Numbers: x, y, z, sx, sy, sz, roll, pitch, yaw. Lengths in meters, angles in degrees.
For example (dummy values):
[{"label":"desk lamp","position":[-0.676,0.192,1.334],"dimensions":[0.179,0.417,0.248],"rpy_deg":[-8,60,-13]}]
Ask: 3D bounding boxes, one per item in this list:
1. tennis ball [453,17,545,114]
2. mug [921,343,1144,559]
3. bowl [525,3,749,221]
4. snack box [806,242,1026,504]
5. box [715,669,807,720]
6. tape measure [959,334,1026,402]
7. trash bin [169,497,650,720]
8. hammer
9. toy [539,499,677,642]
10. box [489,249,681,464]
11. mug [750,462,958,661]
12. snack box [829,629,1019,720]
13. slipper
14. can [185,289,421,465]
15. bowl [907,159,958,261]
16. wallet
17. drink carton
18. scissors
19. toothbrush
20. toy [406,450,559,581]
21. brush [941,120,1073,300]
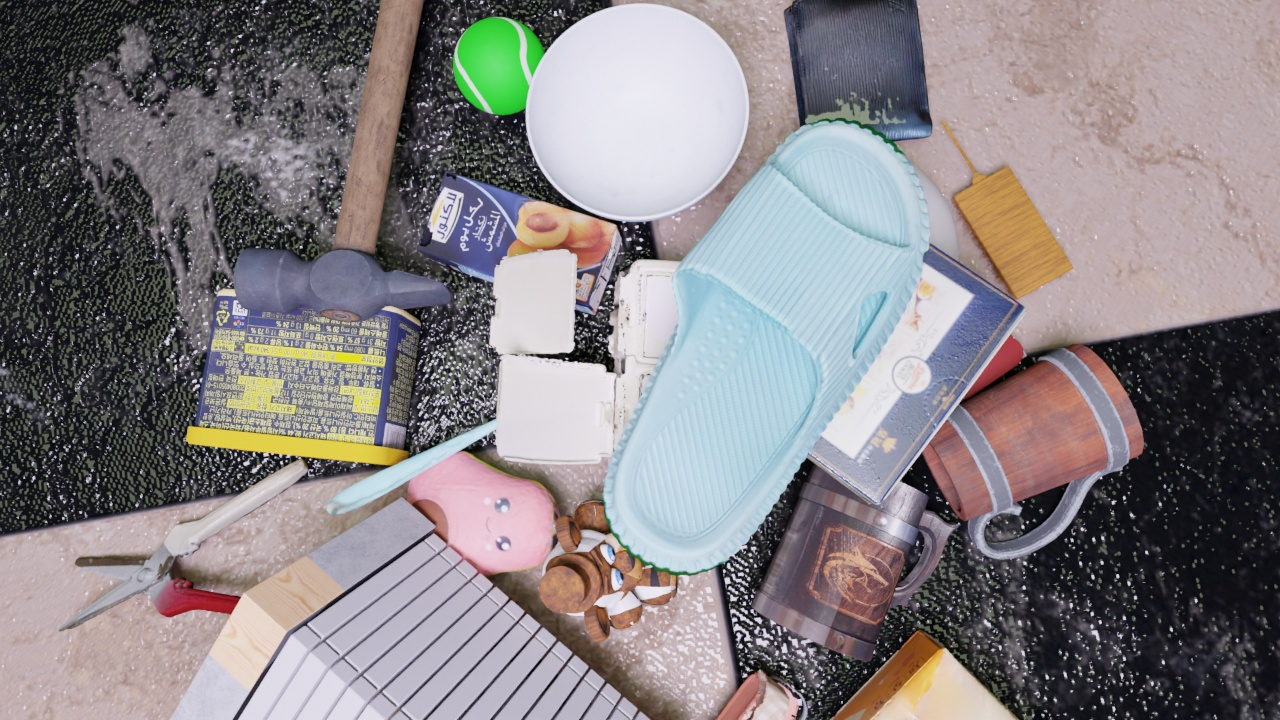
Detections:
[{"label":"tennis ball","position":[-0.098,-0.206,0.643],"dimensions":[0.065,0.065,0.065],"rpy_deg":[-1,84,5]},{"label":"mug","position":[0.249,0.064,0.586],"dimensions":[0.111,0.081,0.117],"rpy_deg":[-26,106,5]},{"label":"bowl","position":[0.000,-0.157,0.625],"dimensions":[0.144,0.074,0.144],"rpy_deg":[-1,84,5]},{"label":"snack box","position":[0.122,-0.013,0.545],"dimensions":[0.145,0.042,0.144],"rpy_deg":[37,86,11]},{"label":"box","position":[0.039,0.284,0.586],"dimensions":[0.067,0.057,0.187],"rpy_deg":[38,89,-25]},{"label":"tape measure","position":[0.221,-0.006,0.618],"dimensions":[0.059,0.019,0.051],"rpy_deg":[-33,80,-6]},{"label":"trash bin","position":[-0.121,0.232,0.536],"dimensions":[0.247,0.142,0.143],"rpy_deg":[39,111,8]},{"label":"hammer","position":[-0.175,-0.178,0.629],"dimensions":[0.129,0.040,0.321],"rpy_deg":[4,70,0]},{"label":"toy","position":[-0.024,0.132,0.581],"dimensions":[0.067,0.112,0.087],"rpy_deg":[-20,83,14]},{"label":"box","position":[-0.003,0.003,0.580],"dimensions":[0.180,0.080,0.143],"rpy_deg":[3,83,-19]},{"label":"mug","position":[0.142,0.129,0.589],"dimensions":[0.115,0.080,0.107],"rpy_deg":[25,85,-21]},{"label":"snack box","position":[0.164,0.289,0.559],"dimensions":[0.145,0.080,0.195],"rpy_deg":[44,89,7]},{"label":"slipper","position":[0.067,-0.010,0.496],"dimensions":[0.116,0.069,0.276],"rpy_deg":[30,87,9]},{"label":"can","position":[-0.225,0.013,0.627],"dimensions":[0.135,0.075,0.104],"rpy_deg":[5,82,5]},{"label":"bowl","position":[0.147,-0.077,0.604],"dimensions":[0.149,0.043,0.149],"rpy_deg":[1,84,-8]},{"label":"wallet","position":[0.153,-0.206,0.642],"dimensions":[0.089,0.026,0.115],"rpy_deg":[-7,84,3]},{"label":"drink carton","position":[-0.085,-0.081,0.641],"dimensions":[0.130,0.040,0.064],"rpy_deg":[19,85,7]},{"label":"scissors","position":[-0.303,0.136,0.634],"dimensions":[0.199,0.015,0.179],"rpy_deg":[20,67,27]},{"label":"toothbrush","position":[-0.123,0.054,0.608],"dimensions":[0.180,0.017,0.016],"rpy_deg":[-28,67,-21]},{"label":"toy","position":[-0.105,0.105,0.616],"dimensions":[0.110,0.051,0.090],"rpy_deg":[-1,80,9]},{"label":"brush","position":[0.241,-0.105,0.627],"dimensions":[0.048,0.017,0.126],"rpy_deg":[-29,82,1]}]
